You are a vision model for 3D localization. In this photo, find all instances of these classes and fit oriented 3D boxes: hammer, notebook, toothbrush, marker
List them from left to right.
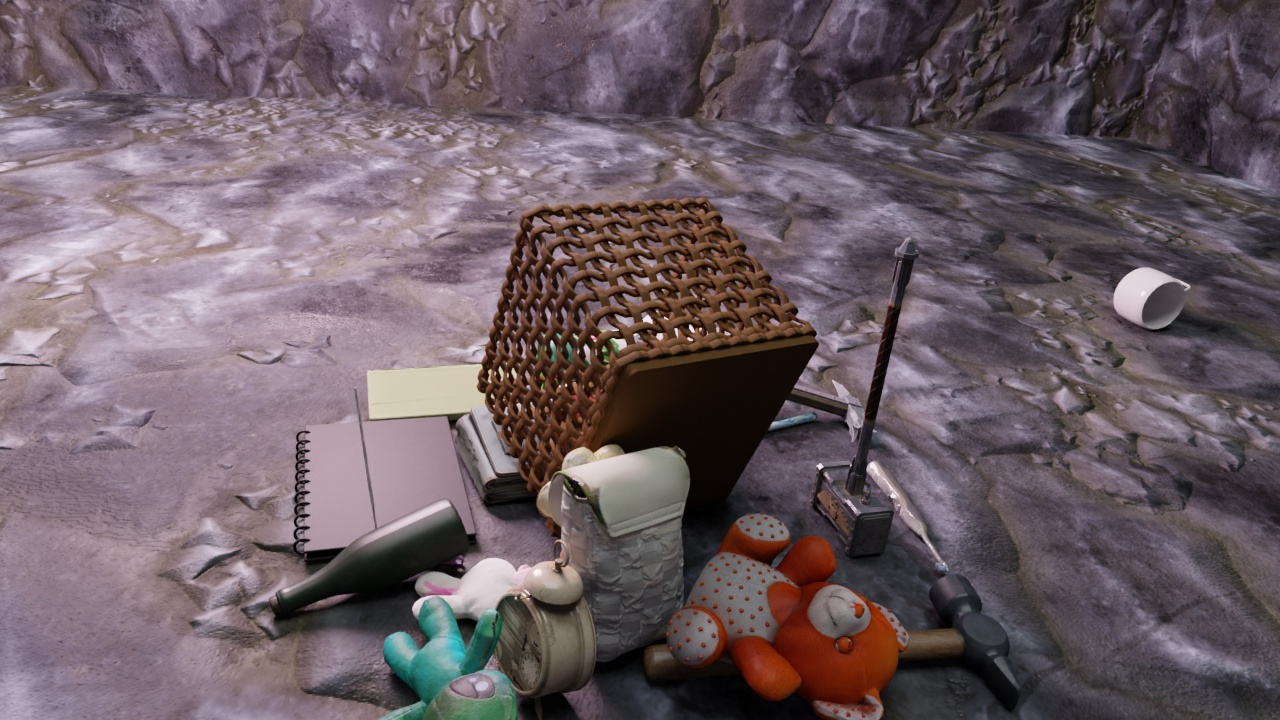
[{"bbox_3d":[-0.250,0.107,0.829,0.010,0.182,0.010,-13,27,-27],"label":"toothbrush"},{"bbox_3d":[-0.275,0.127,0.970,0.169,0.019,0.231,-3,27,-18],"label":"notebook"},{"bbox_3d":[0.133,0.021,1.162,0.316,0.028,0.146,17,24,-9],"label":"hammer"},{"bbox_3d":[0.164,0.082,1.145,0.141,0.013,0.013,-10,30,-28],"label":"marker"},{"bbox_3d":[0.161,0.249,0.785,0.321,0.040,0.129,-1,31,-9],"label":"hammer"},{"bbox_3d":[0.230,0.034,0.901,0.044,0.323,0.098,-3,28,-16],"label":"hammer"},{"bbox_3d":[0.290,0.167,0.988,0.024,0.022,0.185,-3,29,-10],"label":"toothbrush"}]

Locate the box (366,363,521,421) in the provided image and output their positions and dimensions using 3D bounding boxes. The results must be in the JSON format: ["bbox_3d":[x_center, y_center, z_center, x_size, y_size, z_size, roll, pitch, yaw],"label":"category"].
[{"bbox_3d":[-0.243,0.027,1.137,0.188,0.061,0.133,-3,25,-13],"label":"box"}]

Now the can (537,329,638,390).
[{"bbox_3d":[-0.058,0.002,1.184,0.144,0.083,0.083,-1,27,-12],"label":"can"}]

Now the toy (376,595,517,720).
[{"bbox_3d":[-0.139,0.254,0.689,0.130,0.072,0.193,-44,38,-6],"label":"toy"}]

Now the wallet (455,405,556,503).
[{"bbox_3d":[-0.143,0.102,1.013,0.100,0.054,0.131,-9,35,-24],"label":"wallet"}]

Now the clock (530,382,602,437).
[{"bbox_3d":[-0.072,0.064,1.103,0.125,0.044,0.086,16,28,20],"label":"clock"}]

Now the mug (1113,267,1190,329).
[{"bbox_3d":[0.868,-0.110,1.552,0.115,0.094,0.068,-23,30,-6],"label":"mug"}]

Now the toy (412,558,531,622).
[{"bbox_3d":[-0.137,0.205,0.813,0.125,0.037,0.076,-7,23,-9],"label":"toy"}]

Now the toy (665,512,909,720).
[{"bbox_3d":[0.122,0.208,0.730,0.172,0.093,0.163,21,38,19],"label":"toy"}]

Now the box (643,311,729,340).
[{"bbox_3d":[0.064,-0.015,1.238,0.160,0.092,0.081,22,39,26],"label":"box"}]

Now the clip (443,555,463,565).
[{"bbox_3d":[-0.190,0.183,0.880,0.051,0.014,0.045,14,28,13],"label":"clip"}]

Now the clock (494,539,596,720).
[{"bbox_3d":[-0.077,0.202,0.718,0.054,0.141,0.093,-3,26,-38],"label":"clock"}]

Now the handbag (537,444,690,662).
[{"bbox_3d":[-0.025,0.159,0.783,0.112,0.172,0.123,-13,21,-34],"label":"handbag"}]

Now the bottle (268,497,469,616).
[{"bbox_3d":[-0.243,0.182,0.823,0.173,0.055,0.055,-22,36,-23],"label":"bottle"}]

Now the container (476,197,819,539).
[{"bbox_3d":[-0.006,0.005,0.929,0.219,0.252,0.214,-9,50,-32],"label":"container"}]
